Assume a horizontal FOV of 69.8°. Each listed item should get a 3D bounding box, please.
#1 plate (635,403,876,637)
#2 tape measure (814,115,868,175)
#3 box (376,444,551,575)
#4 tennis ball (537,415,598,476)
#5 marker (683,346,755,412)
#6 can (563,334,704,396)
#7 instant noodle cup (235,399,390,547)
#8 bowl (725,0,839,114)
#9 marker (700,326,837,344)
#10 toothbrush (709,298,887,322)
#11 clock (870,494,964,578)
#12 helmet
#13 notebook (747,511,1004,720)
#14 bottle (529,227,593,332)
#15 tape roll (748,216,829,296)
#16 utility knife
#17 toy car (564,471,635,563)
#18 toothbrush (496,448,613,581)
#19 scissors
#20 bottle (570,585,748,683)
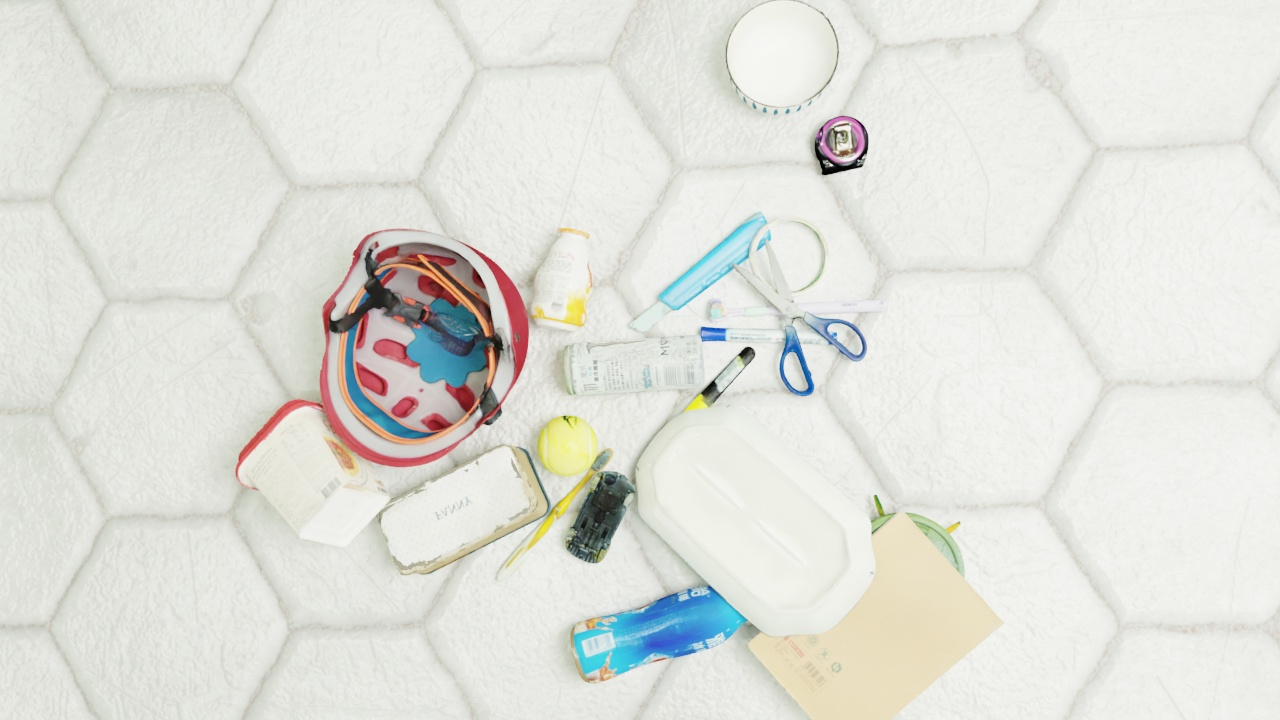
[{"bbox_3d":[0.111,0.157,0.929,0.266,0.034,0.162,42,90,18],"label":"plate"},{"bbox_3d":[0.215,-0.231,0.978,0.057,0.039,0.058,-9,86,5],"label":"tape measure"},{"bbox_3d":[-0.184,0.157,0.983,0.184,0.061,0.089,-24,76,3],"label":"box"},{"bbox_3d":[-0.077,0.091,0.978,0.065,0.065,0.065,0,87,5],"label":"tennis ball"},{"bbox_3d":[0.080,0.032,0.993,0.018,0.015,0.124,43,89,15],"label":"marker"},{"bbox_3d":[-0.006,0.006,0.979,0.147,0.058,0.058,-4,87,5],"label":"can"},{"bbox_3d":[-0.338,0.123,0.963,0.116,0.116,0.124,-47,59,2],"label":"instant noodle cup"},{"bbox_3d":[0.149,-0.315,0.975,0.116,0.066,0.116,0,87,6],"label":"bowl"},{"bbox_3d":[0.138,-0.027,0.988,0.146,0.017,0.017,2,87,6],"label":"marker"},{"bbox_3d":[0.169,-0.057,0.984,0.189,0.021,0.029,-2,67,3],"label":"toothbrush"},{"bbox_3d":[0.263,0.229,0.944,0.116,0.056,0.161,18,89,7],"label":"clock"},{"bbox_3d":[-0.215,-0.015,0.962,0.207,0.143,0.240,31,104,6],"label":"helmet"},{"bbox_3d":[0.232,0.272,0.913,0.208,0.008,0.148,-42,84,3],"label":"notebook"},{"bbox_3d":[-0.081,-0.087,0.988,0.063,0.063,0.108,10,89,6],"label":"bottle"},{"bbox_3d":[0.159,-0.111,0.981,0.086,0.014,0.086,0,96,-5],"label":"tape roll"},{"bbox_3d":[0.065,-0.091,0.995,0.188,0.018,0.034,-38,92,1],"label":"utility knife"},{"bbox_3d":[-0.043,0.167,0.988,0.049,0.031,0.105,26,98,3],"label":"toy car"},{"bbox_3d":[-0.094,0.169,1.000,0.016,0.018,0.191,41,91,8],"label":"toothbrush"},{"bbox_3d":[0.162,-0.039,0.969,0.163,0.012,0.161,18,97,5],"label":"scissors"},{"bbox_3d":[0.038,0.277,0.960,0.219,0.065,0.065,-18,86,3],"label":"bottle"}]
